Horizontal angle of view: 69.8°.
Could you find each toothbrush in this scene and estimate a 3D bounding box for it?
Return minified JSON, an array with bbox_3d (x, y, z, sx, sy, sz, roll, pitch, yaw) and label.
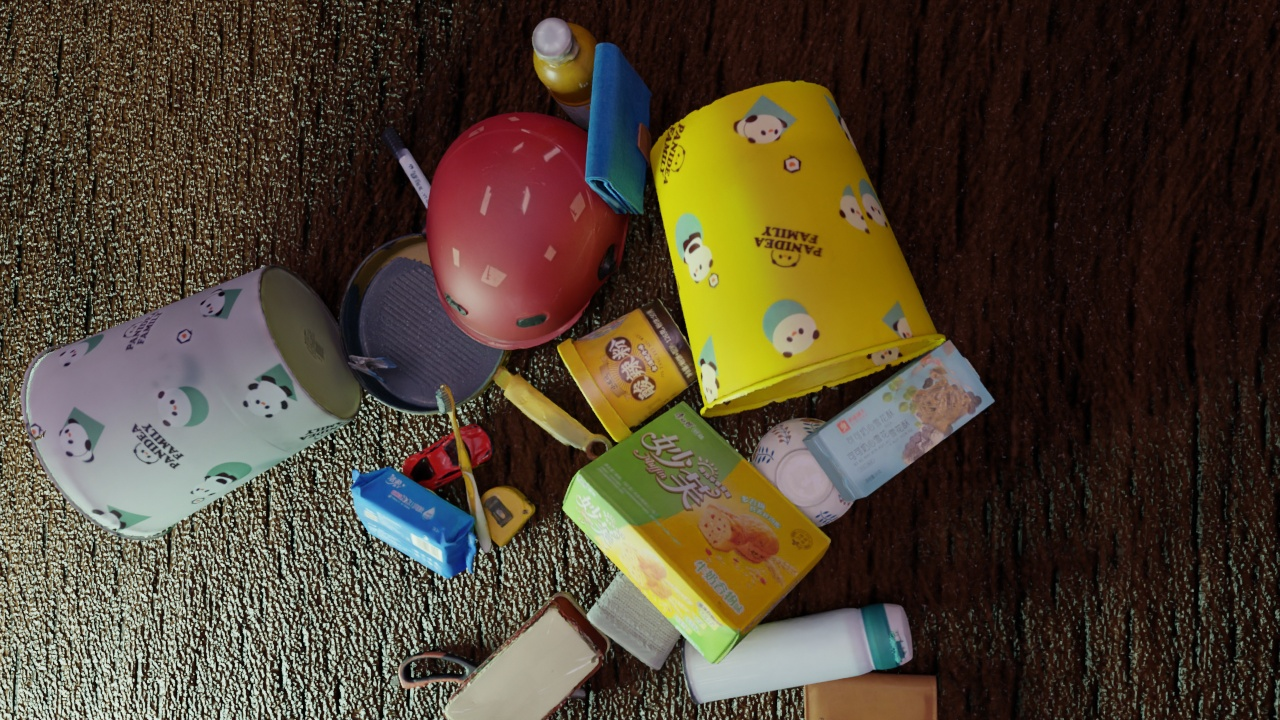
[{"bbox_3d":[-0.187,0.117,0.971,0.016,0.018,0.191,-4,104,32],"label":"toothbrush"}]

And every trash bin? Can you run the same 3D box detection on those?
[{"bbox_3d":[-0.454,0.033,0.970,0.252,0.229,0.229,-26,85,5],"label":"trash bin"},{"bbox_3d":[0.131,-0.100,0.859,0.230,0.229,0.255,-18,80,10],"label":"trash bin"}]

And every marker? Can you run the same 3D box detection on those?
[{"bbox_3d":[-0.252,-0.204,1.029,0.023,0.018,0.130,-33,83,18],"label":"marker"}]

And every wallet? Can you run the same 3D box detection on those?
[{"bbox_3d":[-0.019,-0.213,0.863,0.040,0.106,0.133,1,80,20],"label":"wallet"},{"bbox_3d":[0.231,0.368,0.926,0.132,0.031,0.108,0,88,12],"label":"wallet"}]

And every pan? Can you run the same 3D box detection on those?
[{"bbox_3d":[-0.171,0.003,0.981,0.357,0.078,0.198,33,96,10],"label":"pan"}]

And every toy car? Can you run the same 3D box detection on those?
[{"bbox_3d":[-0.213,0.109,1.013,0.106,0.031,0.049,-29,85,7],"label":"toy car"}]

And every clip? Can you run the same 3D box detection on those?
[{"bbox_3d":[-0.291,0.006,0.984,0.058,0.027,0.045,9,69,29],"label":"clip"}]

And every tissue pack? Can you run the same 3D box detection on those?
[{"bbox_3d":[-0.243,0.171,0.988,0.157,0.095,0.052,28,55,9],"label":"tissue pack"}]

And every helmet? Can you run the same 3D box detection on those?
[{"bbox_3d":[-0.122,-0.143,0.914,0.207,0.144,0.239,13,74,7],"label":"helmet"}]

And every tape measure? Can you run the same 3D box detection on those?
[{"bbox_3d":[-0.151,0.166,1.001,0.057,0.029,0.060,43,97,9],"label":"tape measure"}]

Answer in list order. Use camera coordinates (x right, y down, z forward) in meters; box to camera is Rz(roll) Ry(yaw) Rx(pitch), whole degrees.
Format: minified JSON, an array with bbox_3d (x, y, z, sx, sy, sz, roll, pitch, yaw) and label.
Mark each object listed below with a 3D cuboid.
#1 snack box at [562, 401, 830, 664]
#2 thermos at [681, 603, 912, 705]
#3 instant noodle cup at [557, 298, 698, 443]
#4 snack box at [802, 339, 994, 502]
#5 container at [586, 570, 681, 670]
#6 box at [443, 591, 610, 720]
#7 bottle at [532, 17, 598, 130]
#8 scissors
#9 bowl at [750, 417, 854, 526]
[{"bbox_3d":[0.053,0.157,0.880,0.210,0.157,0.070,44,138,18],"label":"snack box"},{"bbox_3d":[0.157,0.290,0.920,0.224,0.073,0.073,-15,87,12],"label":"thermos"},{"bbox_3d":[-0.006,0.005,0.934,0.114,0.118,0.118,-32,84,1],"label":"instant noodle cup"},{"bbox_3d":[0.248,0.058,0.883,0.174,0.052,0.074,-33,84,-15],"label":"snack box"},{"bbox_3d":[0.019,0.235,0.939,0.090,0.090,0.114,35,92,9],"label":"container"},{"bbox_3d":[-0.120,0.330,0.955,0.168,0.080,0.091,-44,85,3],"label":"box"},{"bbox_3d":[-0.061,-0.282,0.904,0.068,0.189,0.068,0,87,11],"label":"bottle"},{"bbox_3d":[-0.172,0.364,1.012,0.189,0.015,0.227,35,95,9],"label":"scissors"},{"bbox_3d":[0.166,0.115,0.924,0.113,0.062,0.113,0,88,11],"label":"bowl"}]
